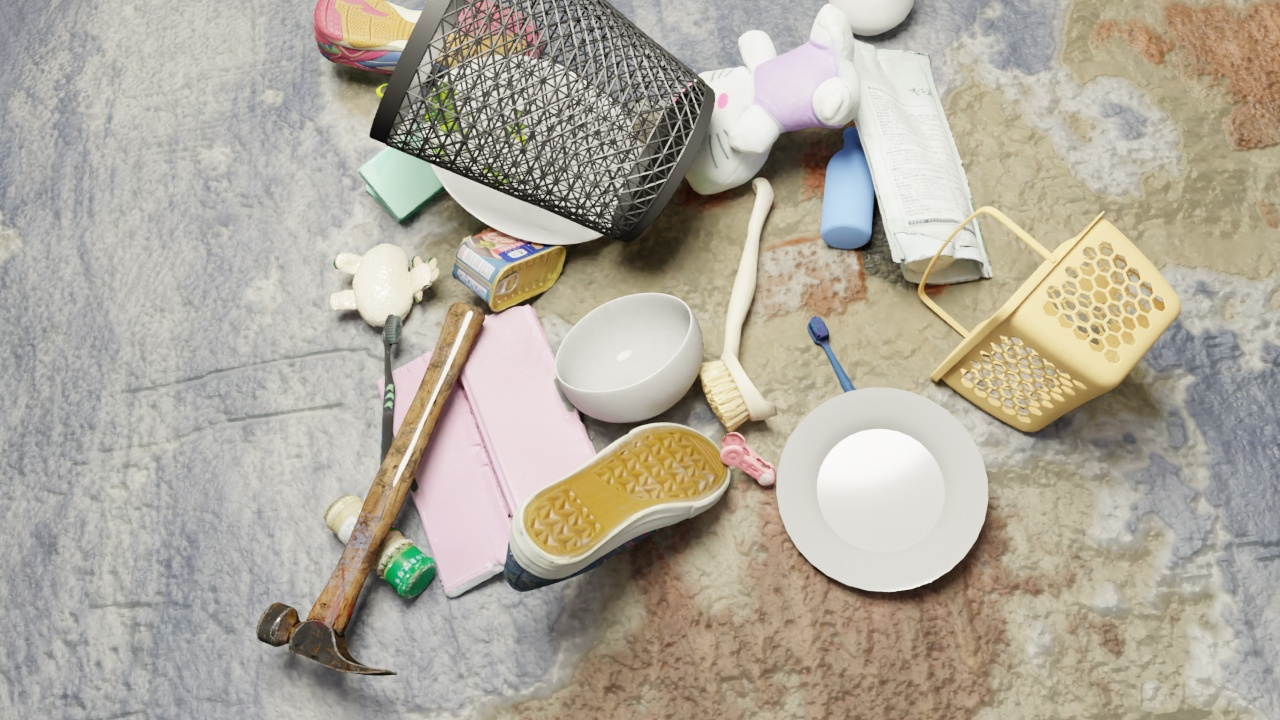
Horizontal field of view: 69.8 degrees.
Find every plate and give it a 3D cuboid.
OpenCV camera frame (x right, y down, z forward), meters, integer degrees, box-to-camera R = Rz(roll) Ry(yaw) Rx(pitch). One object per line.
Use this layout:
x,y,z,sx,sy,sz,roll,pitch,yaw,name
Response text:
-0.107,-0.209,0.930,0.229,0.030,0.229,10,62,-19,plate
0.205,0.109,0.786,0.173,0.019,0.172,-5,73,15,plate

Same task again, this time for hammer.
-0.204,0.101,0.793,0.120,0.033,0.329,17,72,12,hammer

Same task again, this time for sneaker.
-0.231,-0.352,1.013,0.241,0.091,0.116,3,72,-13,sneaker
-0.022,0.119,0.754,0.234,0.079,0.087,-19,65,-45,sneaker

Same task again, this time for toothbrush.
0.197,0.040,0.828,0.016,0.017,0.190,-23,67,-3,toothbrush
-0.235,0.046,0.860,0.017,0.014,0.188,-10,74,35,toothbrush

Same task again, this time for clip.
0.095,0.090,0.803,0.057,0.035,0.022,36,114,-9,clip

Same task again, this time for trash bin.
-0.079,-0.235,0.821,0.243,0.217,0.216,27,70,-16,trash bin

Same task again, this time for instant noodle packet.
0.257,-0.203,0.891,0.146,0.057,0.268,5,63,-30,instant noodle packet

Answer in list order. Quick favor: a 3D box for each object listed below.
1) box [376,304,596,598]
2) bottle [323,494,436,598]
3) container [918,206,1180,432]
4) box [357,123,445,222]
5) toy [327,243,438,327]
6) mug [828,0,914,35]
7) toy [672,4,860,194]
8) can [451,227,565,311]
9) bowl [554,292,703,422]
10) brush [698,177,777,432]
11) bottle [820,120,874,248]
-0.138,0.074,0.833,0.180,0.055,0.232,-25,67,-3,box
-0.232,0.162,0.811,0.110,0.043,0.042,34,75,19,bottle
0.317,-0.043,0.761,0.167,0.183,0.129,43,78,13,container
-0.208,-0.228,0.980,0.188,0.079,0.077,-44,110,-12,box
-0.251,-0.075,0.907,0.112,0.050,0.087,-4,71,-2,toy
0.238,-0.404,0.976,0.090,0.076,0.123,-21,67,-3,mug
0.118,-0.246,0.884,0.210,0.085,0.137,-16,68,43,toy
-0.127,-0.093,0.881,0.059,0.054,0.099,36,39,19,can
-0.005,0.005,0.827,0.132,0.064,0.131,-16,38,13,bowl
0.100,-0.060,0.865,0.077,0.062,0.271,7,64,4,brush
0.206,-0.177,0.900,0.048,0.048,0.131,6,68,9,bottle
